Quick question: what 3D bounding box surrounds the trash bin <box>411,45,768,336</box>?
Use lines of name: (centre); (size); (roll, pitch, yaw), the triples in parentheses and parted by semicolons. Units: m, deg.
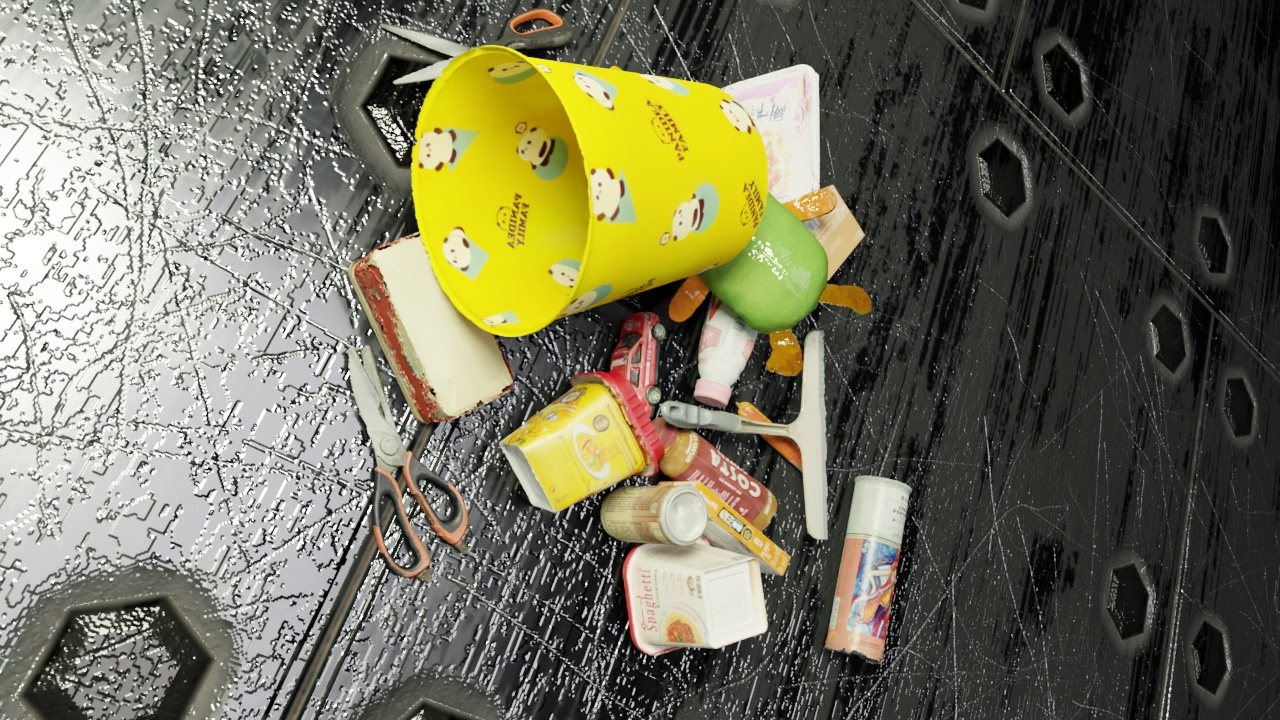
trash bin: (-0.034, -0.156, 0.823); (0.254, 0.230, 0.229); (-16, 92, -44)

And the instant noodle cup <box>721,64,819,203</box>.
instant noodle cup: (0.154, -0.247, 1.086); (0.060, 0.138, 0.173); (24, 65, -54)

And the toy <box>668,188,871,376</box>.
toy: (0.127, -0.109, 0.992); (0.226, 0.090, 0.246); (-37, 83, -9)

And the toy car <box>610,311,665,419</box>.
toy car: (-0.006, 0.006, 0.979); (0.045, 0.053, 0.120); (15, 74, -34)

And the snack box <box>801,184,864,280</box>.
snack box: (0.198, -0.145, 1.113); (0.092, 0.095, 0.077); (-48, 110, -30)

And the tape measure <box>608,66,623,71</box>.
tape measure: (-0.025, -0.291, 1.024); (0.057, 0.029, 0.060); (29, 68, -27)

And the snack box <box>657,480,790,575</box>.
snack box: (0.088, 0.184, 1.002); (0.153, 0.075, 0.026); (41, 64, -23)

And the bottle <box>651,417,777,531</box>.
bottle: (0.074, 0.126, 1.012); (0.175, 0.058, 0.057); (39, 64, -24)

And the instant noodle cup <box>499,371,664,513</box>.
instant noodle cup: (-0.061, 0.083, 0.902); (0.123, 0.116, 0.116); (-30, 100, -22)

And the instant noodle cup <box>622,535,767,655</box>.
instant noodle cup: (0.058, 0.242, 0.944); (0.116, 0.124, 0.116); (-6, 86, -34)

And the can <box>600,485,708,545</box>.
can: (0.013, 0.156, 0.930); (0.058, 0.116, 0.058); (6, 80, -34)

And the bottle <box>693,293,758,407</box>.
bottle: (0.106, -0.044, 1.057); (0.068, 0.068, 0.196); (25, 74, -29)

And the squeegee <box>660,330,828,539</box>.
squeegee: (0.109, 0.070, 1.012); (0.246, 0.039, 0.246); (10, 75, -37)

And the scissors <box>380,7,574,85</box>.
scissors: (-0.143, -0.308, 0.938); (0.221, 0.022, 0.223); (29, 54, -9)

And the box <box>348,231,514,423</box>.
box: (-0.190, -0.032, 0.844); (0.091, 0.079, 0.168); (-29, 99, -35)

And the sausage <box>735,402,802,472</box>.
sausage: (0.170, 0.100, 1.103); (0.165, 0.021, 0.021); (41, 63, -23)

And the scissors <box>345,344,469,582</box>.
scissors: (-0.216, 0.090, 0.848); (0.194, 0.015, 0.206); (25, 70, -28)

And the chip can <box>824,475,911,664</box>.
chip can: (0.279, 0.254, 1.125); (0.071, 0.071, 0.214); (25, 71, -29)
